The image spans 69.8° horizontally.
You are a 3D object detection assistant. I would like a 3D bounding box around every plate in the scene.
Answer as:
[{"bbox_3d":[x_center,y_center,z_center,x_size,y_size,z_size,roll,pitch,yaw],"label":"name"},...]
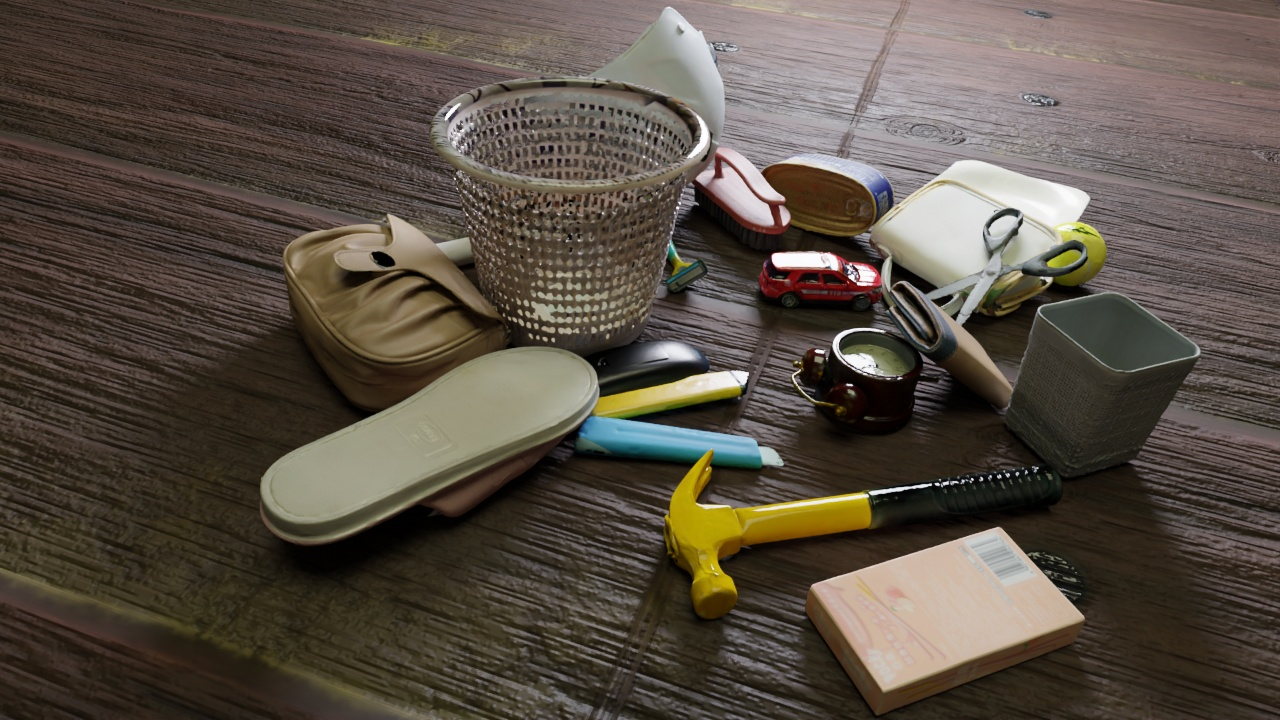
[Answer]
[{"bbox_3d":[0.418,-0.179,1.056,0.164,0.034,0.163,25,38,27],"label":"plate"}]

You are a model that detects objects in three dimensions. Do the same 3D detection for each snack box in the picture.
[{"bbox_3d":[0.195,0.163,0.590,0.157,0.026,0.084,-11,40,-19],"label":"snack box"}]

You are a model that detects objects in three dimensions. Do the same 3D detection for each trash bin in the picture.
[{"bbox_3d":[-0.061,-0.118,0.800,0.227,0.192,0.227,2,37,-2],"label":"trash bin"}]

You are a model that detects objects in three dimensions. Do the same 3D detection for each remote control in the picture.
[{"bbox_3d":[-0.005,0.005,0.785,0.136,0.024,0.053,-12,41,-20],"label":"remote control"}]

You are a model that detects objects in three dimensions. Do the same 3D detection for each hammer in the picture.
[{"bbox_3d":[0.162,0.106,0.659,0.300,0.033,0.128,-5,39,-12],"label":"hammer"}]

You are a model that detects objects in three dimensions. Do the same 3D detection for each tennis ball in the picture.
[{"bbox_3d":[0.443,-0.110,0.945,0.065,0.066,0.065,3,37,-2],"label":"tennis ball"}]

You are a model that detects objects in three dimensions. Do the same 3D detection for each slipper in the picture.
[{"bbox_3d":[-0.141,0.063,0.670,0.114,0.055,0.273,32,42,32],"label":"slipper"}]

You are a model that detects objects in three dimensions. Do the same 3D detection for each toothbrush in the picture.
[{"bbox_3d":[-0.116,-0.126,0.948,0.220,0.027,0.026,-16,9,-25],"label":"toothbrush"}]

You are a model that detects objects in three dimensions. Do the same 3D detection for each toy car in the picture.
[{"bbox_3d":[0.178,-0.080,0.900,0.120,0.045,0.052,3,38,-4],"label":"toy car"}]

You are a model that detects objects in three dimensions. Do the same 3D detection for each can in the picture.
[{"bbox_3d":[0.202,-0.184,1.011,0.148,0.075,0.049,21,38,35],"label":"can"}]

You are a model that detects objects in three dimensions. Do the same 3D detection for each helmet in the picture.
[{"bbox_3d":[-0.004,-0.239,0.977,0.229,0.146,0.258,-26,-1,3],"label":"helmet"}]

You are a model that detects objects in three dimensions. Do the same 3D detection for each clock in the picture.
[{"bbox_3d":[0.180,0.017,0.759,0.121,0.055,0.082,-10,40,-23],"label":"clock"}]

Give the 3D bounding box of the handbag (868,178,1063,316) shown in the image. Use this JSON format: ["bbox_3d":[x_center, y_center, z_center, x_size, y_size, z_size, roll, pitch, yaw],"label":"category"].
[{"bbox_3d":[0.309,-0.097,0.934,0.178,0.063,0.163,-32,48,-18],"label":"handbag"}]

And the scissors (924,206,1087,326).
[{"bbox_3d":[0.337,-0.088,0.873,0.179,0.014,0.159,-4,49,13],"label":"scissors"}]

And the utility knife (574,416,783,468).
[{"bbox_3d":[0.031,0.066,0.712,0.162,0.018,0.034,7,43,1],"label":"utility knife"}]

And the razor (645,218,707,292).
[{"bbox_3d":[0.028,-0.117,0.947,0.043,0.028,0.132,-34,44,5],"label":"razor"}]

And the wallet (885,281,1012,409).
[{"bbox_3d":[0.264,-0.013,0.781,0.115,0.033,0.090,30,26,-31],"label":"wallet"}]

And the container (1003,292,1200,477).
[{"bbox_3d":[0.353,0.022,0.720,0.090,0.114,0.090,-10,39,-19],"label":"container"}]

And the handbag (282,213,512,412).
[{"bbox_3d":[-0.212,-0.050,0.775,0.147,0.100,0.204,-19,46,-33],"label":"handbag"}]

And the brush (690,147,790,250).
[{"bbox_3d":[0.114,-0.178,1.002,0.063,0.069,0.145,-14,41,-21],"label":"brush"}]

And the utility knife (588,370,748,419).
[{"bbox_3d":[0.003,0.034,0.754,0.192,0.015,0.033,-10,32,-15],"label":"utility knife"}]
